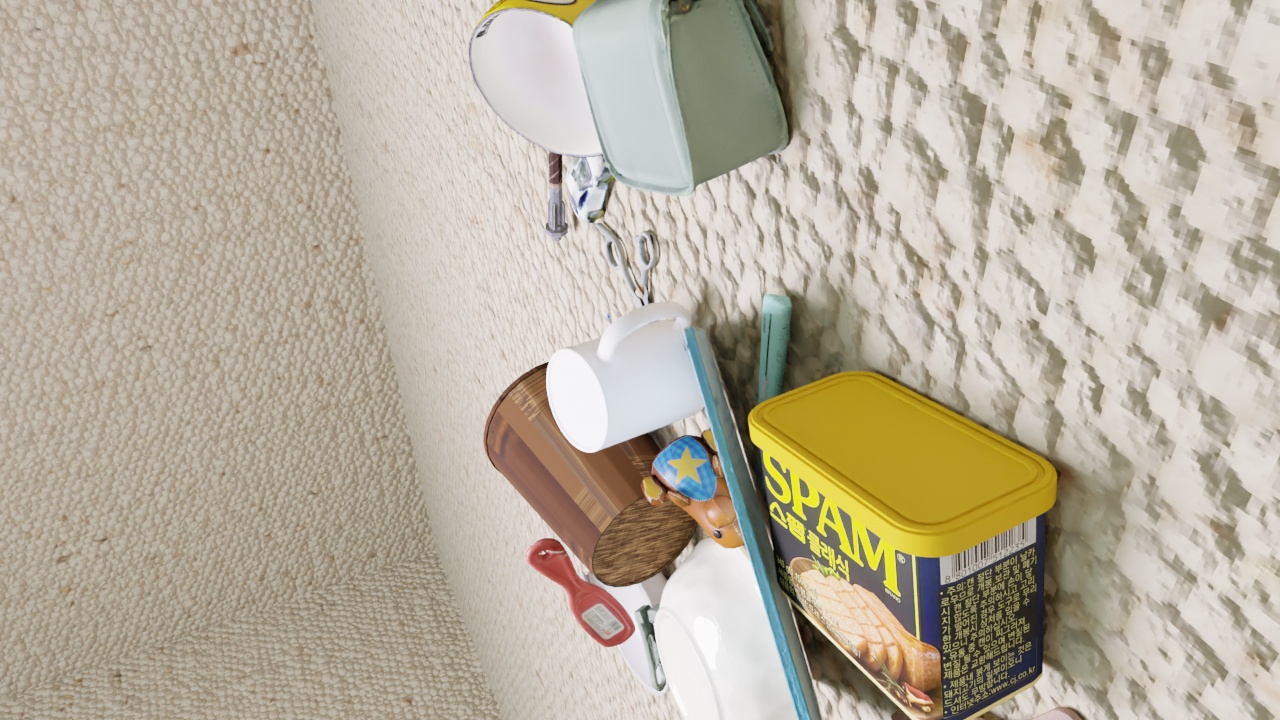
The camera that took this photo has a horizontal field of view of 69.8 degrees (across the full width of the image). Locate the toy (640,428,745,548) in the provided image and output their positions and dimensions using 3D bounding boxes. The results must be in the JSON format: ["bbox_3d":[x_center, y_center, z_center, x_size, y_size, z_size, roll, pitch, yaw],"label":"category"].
[{"bbox_3d":[0.049,0.100,0.671,0.090,0.070,0.103,51,176,21],"label":"toy"}]

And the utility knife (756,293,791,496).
[{"bbox_3d":[0.080,0.026,0.560,0.022,0.015,0.166,52,155,42],"label":"utility knife"}]

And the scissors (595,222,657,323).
[{"bbox_3d":[-0.003,-0.043,0.722,0.158,0.014,0.142,-131,34,-49],"label":"scissors"}]

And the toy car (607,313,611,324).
[{"bbox_3d":[-0.010,0.001,0.780,0.092,0.061,0.033,33,145,16],"label":"toy car"}]

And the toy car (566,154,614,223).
[{"bbox_3d":[-0.042,-0.144,0.726,0.090,0.027,0.038,115,136,-62],"label":"toy car"}]

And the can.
[{"bbox_3d":[0.115,0.080,0.418,0.135,0.075,0.104,37,142,59],"label":"can"}]

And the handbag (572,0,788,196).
[{"bbox_3d":[0.020,-0.151,0.493,0.122,0.067,0.106,30,142,63],"label":"handbag"}]

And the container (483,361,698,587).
[{"bbox_3d":[-0.038,0.097,0.778,0.167,0.132,0.132,45,147,43],"label":"container"}]

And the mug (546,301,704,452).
[{"bbox_3d":[-0.004,0.004,0.635,0.073,0.090,0.111,51,140,29],"label":"mug"}]

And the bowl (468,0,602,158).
[{"bbox_3d":[-0.046,-0.199,0.602,0.117,0.067,0.117,20,150,12],"label":"bowl"}]

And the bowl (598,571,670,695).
[{"bbox_3d":[0.007,0.239,0.877,0.149,0.043,0.150,47,146,45],"label":"bowl"}]

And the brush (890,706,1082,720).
[{"bbox_3d":[0.171,0.184,0.444,0.050,0.015,0.136,65,153,19],"label":"brush"}]

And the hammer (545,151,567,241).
[{"bbox_3d":[-0.067,-0.218,0.711,0.323,0.044,0.098,94,151,-47],"label":"hammer"}]

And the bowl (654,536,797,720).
[{"bbox_3d":[0.060,0.236,0.710,0.188,0.060,0.220,-134,34,-52],"label":"bowl"}]

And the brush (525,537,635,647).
[{"bbox_3d":[-0.054,0.199,0.807,0.172,0.041,0.030,58,180,-40],"label":"brush"}]

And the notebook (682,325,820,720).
[{"bbox_3d":[0.069,0.102,0.541,0.181,0.009,0.253,-18,-89,-83],"label":"notebook"}]

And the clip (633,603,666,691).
[{"bbox_3d":[0.018,0.248,0.789,0.042,0.023,0.076,-14,92,34],"label":"clip"}]
